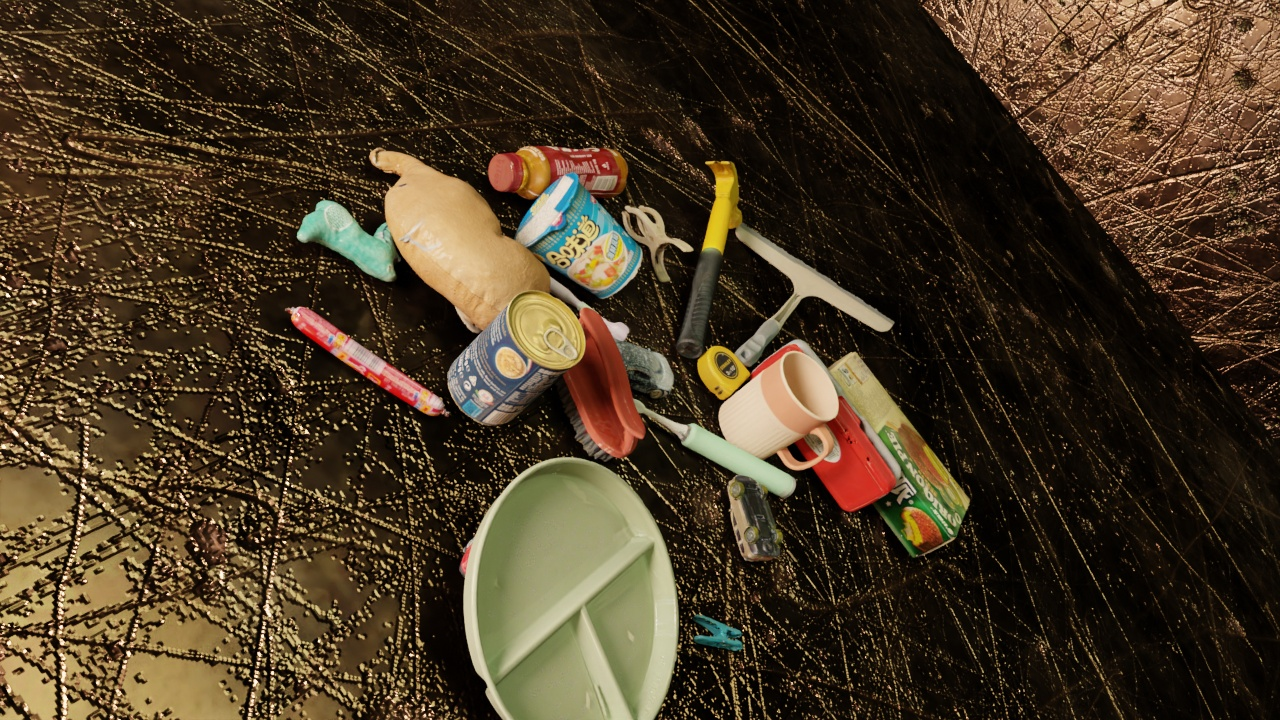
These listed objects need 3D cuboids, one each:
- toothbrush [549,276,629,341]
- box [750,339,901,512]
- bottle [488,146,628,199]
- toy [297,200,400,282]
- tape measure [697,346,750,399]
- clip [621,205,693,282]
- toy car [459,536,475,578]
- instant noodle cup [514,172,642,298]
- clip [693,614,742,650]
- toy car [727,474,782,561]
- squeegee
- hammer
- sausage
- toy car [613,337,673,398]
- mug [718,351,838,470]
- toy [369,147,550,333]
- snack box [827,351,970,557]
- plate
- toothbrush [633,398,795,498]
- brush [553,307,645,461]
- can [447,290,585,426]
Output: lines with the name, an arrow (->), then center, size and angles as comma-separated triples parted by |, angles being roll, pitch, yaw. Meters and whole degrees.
toothbrush -> -0.092, -0.077, 0.942 | 0.189, 0.021, 0.029 | 36, 72, -14
box -> 0.211, 0.074, 1.056 | 0.201, 0.091, 0.067 | 54, 40, 5
bottle -> -0.090, -0.208, 1.020 | 0.174, 0.058, 0.057 | -13, 69, -48
toy -> -0.249, -0.107, 0.810 | 0.092, 0.030, 0.096 | 38, 32, -21
tape measure -> 0.089, 0.014, 1.033 | 0.057, 0.029, 0.059 | 51, 39, 0
clip -> 0.015, -0.143, 1.088 | 0.034, 0.064, 0.098 | -14, 62, -50
toy car -> -0.098, 0.137, 0.742 | 0.053, 0.045, 0.120 | 43, 37, -10
instant noodle cup -> -0.060, -0.122, 0.958 | 0.110, 0.099, 0.099 | 39, 39, -27
clip -> 0.070, 0.250, 0.834 | 0.056, 0.014, 0.041 | 25, 45, -25
toy car -> 0.112, 0.159, 0.930 | 0.042, 0.035, 0.090 | 14, 50, -38
squeegee -> 0.171, -0.048, 1.155 | 0.246, 0.039, 0.245 | 35, 43, 10
hammer -> 0.085, -0.126, 1.108 | 0.129, 0.033, 0.299 | 74, 24, -48
sausage -> -0.222, 0.003, 0.751 | 0.156, 0.020, 0.020 | 37, 40, -15
toy car -> -0.006, 0.006, 0.947 | 0.105, 0.031, 0.048 | 19, 48, -34
mug -> 0.156, 0.065, 0.993 | 0.081, 0.106, 0.114 | -22, 76, -50
toy -> -0.178, -0.121, 0.852 | 0.226, 0.083, 0.143 | 48, 17, 1
snack box -> 0.296, 0.110, 1.114 | 0.240, 0.063, 0.114 | 53, 31, 4
plate -> -0.049, 0.190, 0.714 | 0.230, 0.028, 0.229 | 26, 54, -44
toothbrush -> 0.073, 0.090, 0.958 | 0.224, 0.026, 0.027 | 29, 5, -23
brush -> -0.041, 0.024, 0.867 | 0.063, 0.069, 0.145 | -4, 62, -44
can -> -0.109, 0.001, 0.789 | 0.075, 0.111, 0.075 | 24, 47, -28
